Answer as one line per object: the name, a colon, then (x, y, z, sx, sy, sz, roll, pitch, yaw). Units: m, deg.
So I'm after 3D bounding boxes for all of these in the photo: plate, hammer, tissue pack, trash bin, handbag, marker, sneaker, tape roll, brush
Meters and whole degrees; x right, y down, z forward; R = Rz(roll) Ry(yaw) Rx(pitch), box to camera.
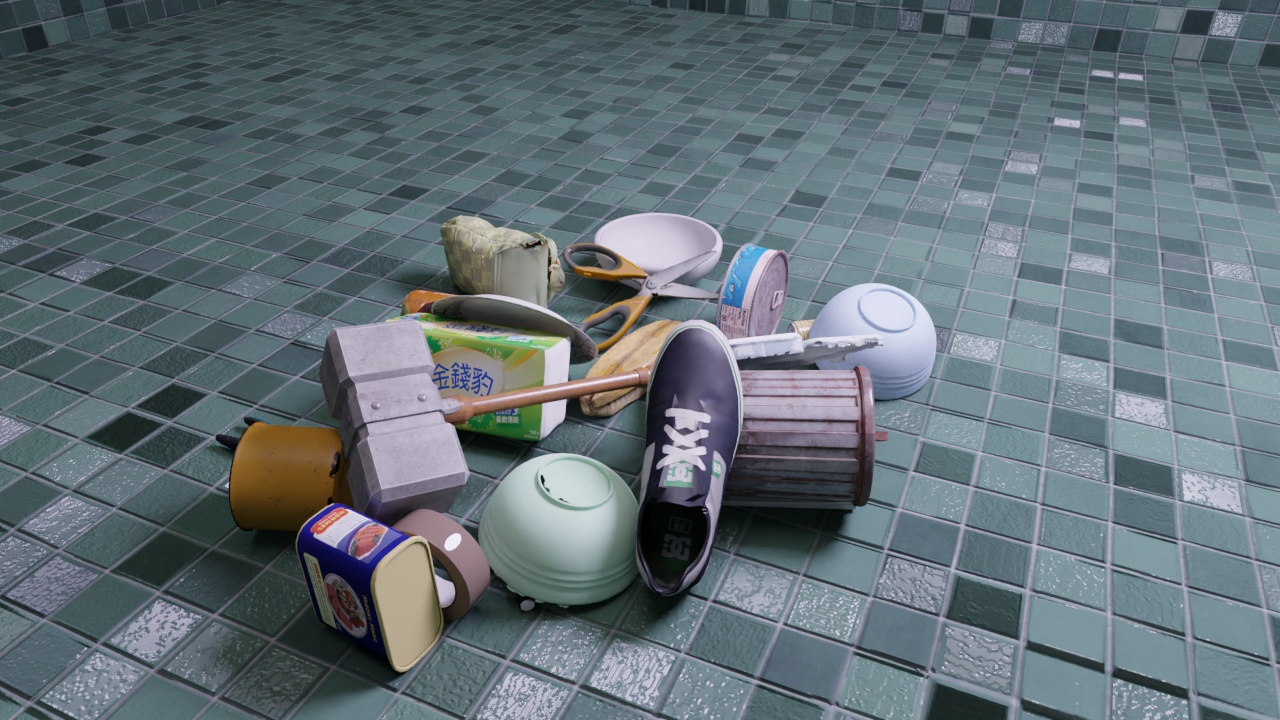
plate: (-0.137, -0.038, 1.021, 0.189, 0.189, 0.016, 9, 71, 13)
hammer: (-0.117, 0.037, 0.857, 0.317, 0.083, 0.162, -10, 65, -30)
tissue pack: (-0.170, 0.008, 1.007, 0.198, 0.120, 0.141, 15, 16, 10)
trash bin: (0.122, 0.069, 0.865, 0.211, 0.131, 0.130, 1, 33, 6)
handbag: (-0.177, -0.134, 1.220, 0.186, 0.113, 0.116, 26, 33, 35)
marker: (-0.113, 0.172, 0.822, 0.017, 0.021, 0.123, -9, 35, -14)
sneaker: (0.039, 0.080, 0.769, 0.084, 0.235, 0.079, 6, -4, 9)
tape roll: (-0.172, 0.169, 0.758, 0.094, 0.094, 0.030, 15, 35, 21)
brush: (-0.006, 0.006, 1.062, 0.059, 0.043, 0.194, 18, 38, 27)

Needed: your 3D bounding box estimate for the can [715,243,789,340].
can: (0.136, -0.073, 1.107, 0.044, 0.130, 0.129, 16, 36, 23)

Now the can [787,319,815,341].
can: (0.224, -0.032, 1.130, 0.079, 0.038, 0.038, -5, 33, -9)

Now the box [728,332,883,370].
box: (0.130, -0.004, 0.976, 0.188, 0.037, 0.209, -8, -5, -18)

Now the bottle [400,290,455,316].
bottle: (-0.209, -0.048, 1.130, 0.167, 0.059, 0.059, 9, 34, 12)

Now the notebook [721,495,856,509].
notebook: (0.138, 0.084, 0.973, 0.153, 0.012, 0.208, 1, 32, 3)

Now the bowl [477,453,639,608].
bowl: (-0.064, 0.134, 0.809, 0.151, 0.077, 0.150, 10, 32, -7)

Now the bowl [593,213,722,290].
bowl: (0.024, -0.140, 1.269, 0.176, 0.066, 0.176, 0, 33, 0)

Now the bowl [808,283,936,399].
bowl: (0.276, -0.036, 1.062, 0.150, 0.075, 0.150, 3, 51, -4)

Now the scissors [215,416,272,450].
scissors: (-0.374, 0.087, 0.954, 0.126, 0.019, 0.143, -11, 36, -18)

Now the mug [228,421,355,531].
mug: (-0.310, 0.111, 0.858, 0.094, 0.100, 0.124, 3, -8, 1)

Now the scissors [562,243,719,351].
scissors: (-0.007, -0.082, 1.152, 0.225, 0.016, 0.216, 14, 64, 13)

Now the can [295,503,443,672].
can: (-0.215, 0.177, 0.728, 0.092, 0.116, 0.056, 17, 36, 28)
